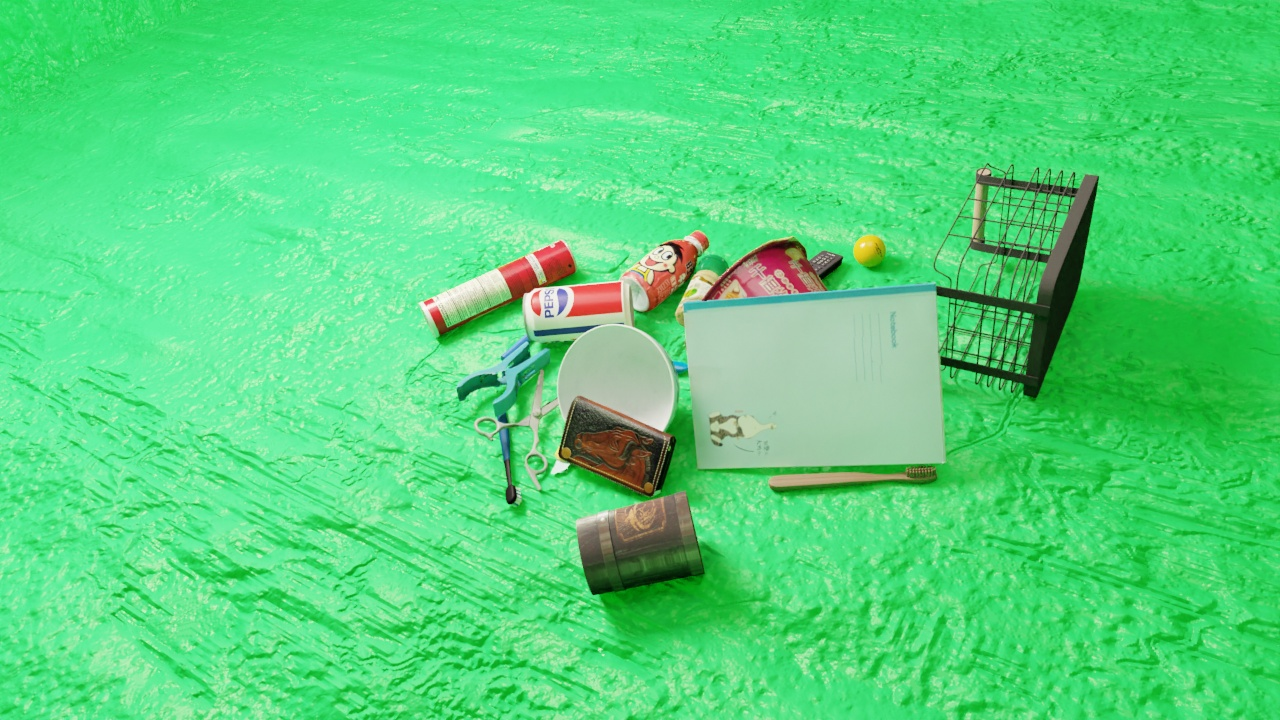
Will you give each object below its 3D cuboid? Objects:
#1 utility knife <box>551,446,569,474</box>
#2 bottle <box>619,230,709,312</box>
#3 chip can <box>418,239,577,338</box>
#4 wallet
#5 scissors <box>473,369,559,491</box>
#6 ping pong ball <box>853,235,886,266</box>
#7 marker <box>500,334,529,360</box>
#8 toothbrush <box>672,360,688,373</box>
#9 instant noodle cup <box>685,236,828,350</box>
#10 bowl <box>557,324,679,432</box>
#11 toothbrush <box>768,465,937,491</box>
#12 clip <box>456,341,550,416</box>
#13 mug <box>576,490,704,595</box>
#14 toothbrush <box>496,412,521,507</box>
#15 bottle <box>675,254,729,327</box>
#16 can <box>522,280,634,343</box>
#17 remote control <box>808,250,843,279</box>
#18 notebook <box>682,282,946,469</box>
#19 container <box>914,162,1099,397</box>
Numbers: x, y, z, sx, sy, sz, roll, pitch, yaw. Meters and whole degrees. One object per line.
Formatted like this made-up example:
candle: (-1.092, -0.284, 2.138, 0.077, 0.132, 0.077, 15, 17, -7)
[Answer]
utility knife: (-0.064, 0.067, 1.057, 0.030, 0.017, 0.164, 5, 44, 26)
bottle: (0.037, -0.123, 1.205, 0.062, 0.062, 0.137, 26, 56, 36)
chip can: (-0.191, -0.099, 1.246, 0.214, 0.052, 0.052, -27, 43, -15)
wallet: (-0.026, 0.091, 0.977, 0.123, 0.072, 0.019, 21, 13, 25)
scissors: (-0.117, 0.077, 1.051, 0.141, 0.014, 0.161, -13, 55, -30)
ping pong ball: (0.292, -0.140, 1.170, 0.040, 0.040, 0.040, -8, 42, 7)
marker: (-0.131, -0.043, 1.200, 0.013, 0.013, 0.141, 21, 51, 33)
toothbrush: (-0.007, 0.006, 1.111, 0.135, 0.017, 0.022, 4, 44, 16)
instant noodle cup: (0.142, -0.041, 1.019, 0.178, 0.179, 0.077, -31, 61, -19)
bowl: (-0.012, 0.031, 1.021, 0.144, 0.144, 0.074, 12, 8, 26)
toothbrush: (0.213, 0.119, 0.926, 0.167, 0.016, 0.016, -5, 40, 10)
clip: (-0.181, 0.018, 1.121, 0.121, 0.031, 0.129, 2, 37, 14)
mug: (0.000, 0.171, 0.891, 0.107, 0.080, 0.115, -13, 13, 2)
toothbrush: (-0.152, 0.102, 1.041, 0.014, 0.014, 0.167, -43, 35, 18)
bottle: (0.078, -0.087, 1.170, 0.043, 0.043, 0.110, 7, 47, 22)
can: (-0.076, -0.060, 1.154, 0.132, 0.070, 0.070, -5, 42, 5)
remote control: (0.207, -0.104, 1.155, 0.032, 0.015, 0.136, 24, 43, 34)
notebook: (0.172, 0.020, 0.931, 0.254, 0.181, 0.009, -4, 7, 18)
container: (0.396, -0.093, 0.999, 0.130, 0.163, 0.240, 15, 49, 29)
